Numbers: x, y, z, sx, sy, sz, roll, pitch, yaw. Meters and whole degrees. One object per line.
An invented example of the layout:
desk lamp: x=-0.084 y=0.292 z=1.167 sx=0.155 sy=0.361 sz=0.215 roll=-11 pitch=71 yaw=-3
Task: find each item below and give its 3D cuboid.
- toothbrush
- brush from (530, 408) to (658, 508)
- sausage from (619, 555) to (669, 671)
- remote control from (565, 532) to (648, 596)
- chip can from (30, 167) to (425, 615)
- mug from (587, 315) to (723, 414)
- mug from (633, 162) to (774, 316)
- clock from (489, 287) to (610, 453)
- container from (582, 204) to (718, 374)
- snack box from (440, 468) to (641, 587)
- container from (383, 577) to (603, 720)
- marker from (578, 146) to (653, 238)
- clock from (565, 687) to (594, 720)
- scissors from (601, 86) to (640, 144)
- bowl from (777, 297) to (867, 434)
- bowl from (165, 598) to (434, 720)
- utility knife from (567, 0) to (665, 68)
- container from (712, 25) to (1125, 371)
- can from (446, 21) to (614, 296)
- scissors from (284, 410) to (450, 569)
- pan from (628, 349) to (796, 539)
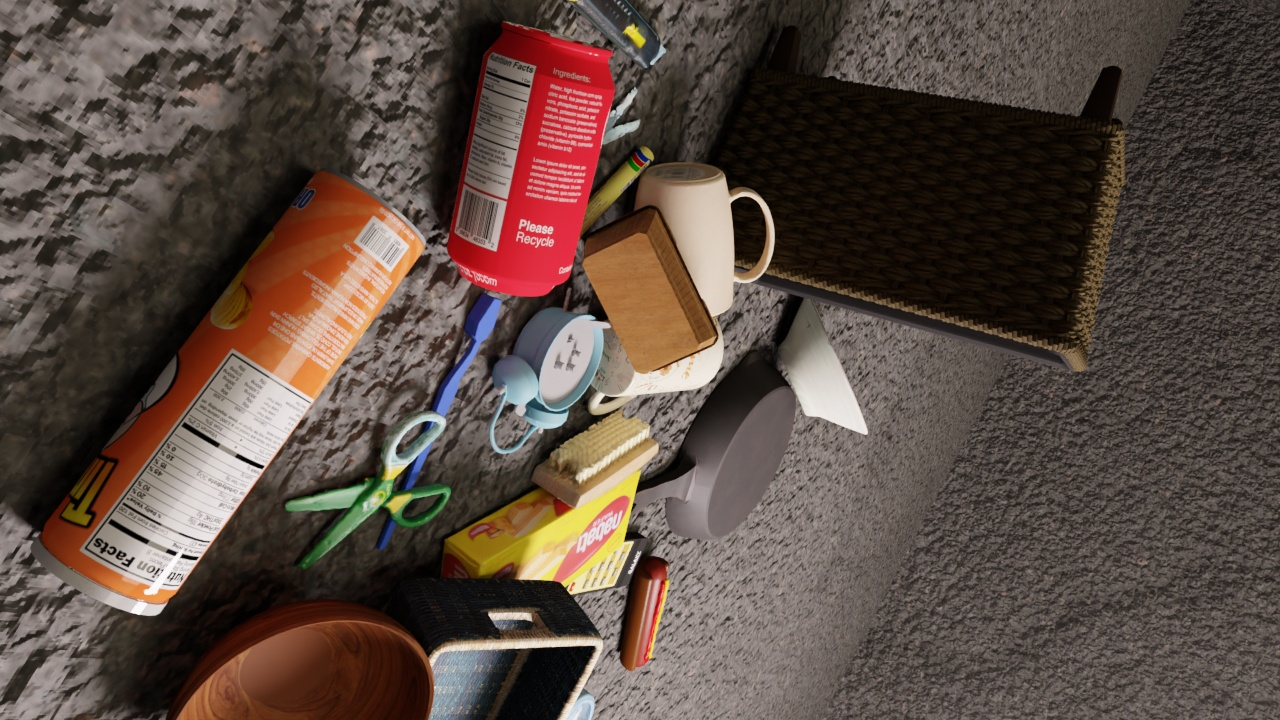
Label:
toothbrush: x=-0.137 y=0.041 z=0.607 sx=0.016 sy=0.011 sz=0.187 roll=14 pitch=104 yaw=-62
brush: x=-0.034 y=0.078 z=0.768 sx=0.116 sy=0.049 sz=0.039 roll=-27 pitch=137 yaw=-49
sausage: x=0.005 y=0.283 z=1.022 sx=0.040 sy=0.040 sz=0.156 roll=-29 pitch=137 yaw=-48
remote control: x=-0.037 y=0.201 z=0.907 sx=0.133 sy=0.013 sz=0.058 roll=13 pitch=101 yaw=-62
chip can: x=-0.187 y=0.011 z=0.432 sx=0.210 sy=0.062 sz=0.062 roll=-57 pitch=152 yaw=-12
mug: x=-0.004 y=0.004 z=0.754 sx=0.097 sy=0.081 sz=0.122 roll=-14 pitch=152 yaw=-47
mug: x=0.047 y=-0.095 z=0.703 sx=0.085 sy=0.111 sz=0.104 roll=-99 pitch=-174 yaw=-63
clock: x=-0.069 y=0.014 z=0.662 sx=0.123 sy=0.042 sz=0.087 roll=-58 pitch=152 yaw=-14
container: x=0.004 y=-0.045 z=0.644 sx=0.114 sy=0.063 sz=0.061 roll=64 pitch=14 yaw=-10
snack box: x=-0.080 y=0.152 z=0.759 sx=0.200 sy=0.042 sz=0.092 roll=-25 pitch=135 yaw=-50
container: x=-0.132 y=0.249 z=0.659 sx=0.145 sy=0.071 sz=0.188 roll=13 pitch=111 yaw=-41
marker: x=-0.034 y=-0.106 z=0.649 sx=0.132 sy=0.014 sz=0.014 roll=-50 pitch=150 yaw=-24
clock: x=-0.090 y=0.347 z=0.898 sx=0.088 sy=0.052 sz=0.125 roll=-49 pitch=149 yaw=-24
scissors: x=-0.035 y=-0.153 z=0.609 sx=0.134 sy=0.015 sz=0.086 roll=-52 pitch=149 yaw=-25
bowl: x=0.202 y=0.014 z=1.065 sx=0.058 sy=0.176 sz=0.177 roll=-23 pitch=151 yaw=9
bowl: x=-0.203 y=0.194 z=0.539 sx=0.147 sy=0.069 sz=0.147 roll=-14 pitch=120 yaw=-27
utility knife: x=-0.023 y=-0.221 z=0.567 sx=0.171 sy=0.020 sz=0.029 roll=15 pitch=102 yaw=-63
container: x=0.228 y=-0.138 z=0.763 sx=0.176 sy=0.321 sz=0.205 roll=10 pitch=98 yaw=-62
can: x=-0.063 y=-0.113 z=0.527 sx=0.074 sy=0.074 sz=0.143 roll=-15 pitch=126 yaw=-55
scissors: x=-0.164 y=0.077 z=0.574 sx=0.128 sy=0.012 sz=0.119 roll=1 pitch=113 yaw=-54
pan: x=0.077 y=0.121 z=1.004 sx=0.355 sy=0.043 sz=0.249 roll=-18 pitch=128 yaw=-54
